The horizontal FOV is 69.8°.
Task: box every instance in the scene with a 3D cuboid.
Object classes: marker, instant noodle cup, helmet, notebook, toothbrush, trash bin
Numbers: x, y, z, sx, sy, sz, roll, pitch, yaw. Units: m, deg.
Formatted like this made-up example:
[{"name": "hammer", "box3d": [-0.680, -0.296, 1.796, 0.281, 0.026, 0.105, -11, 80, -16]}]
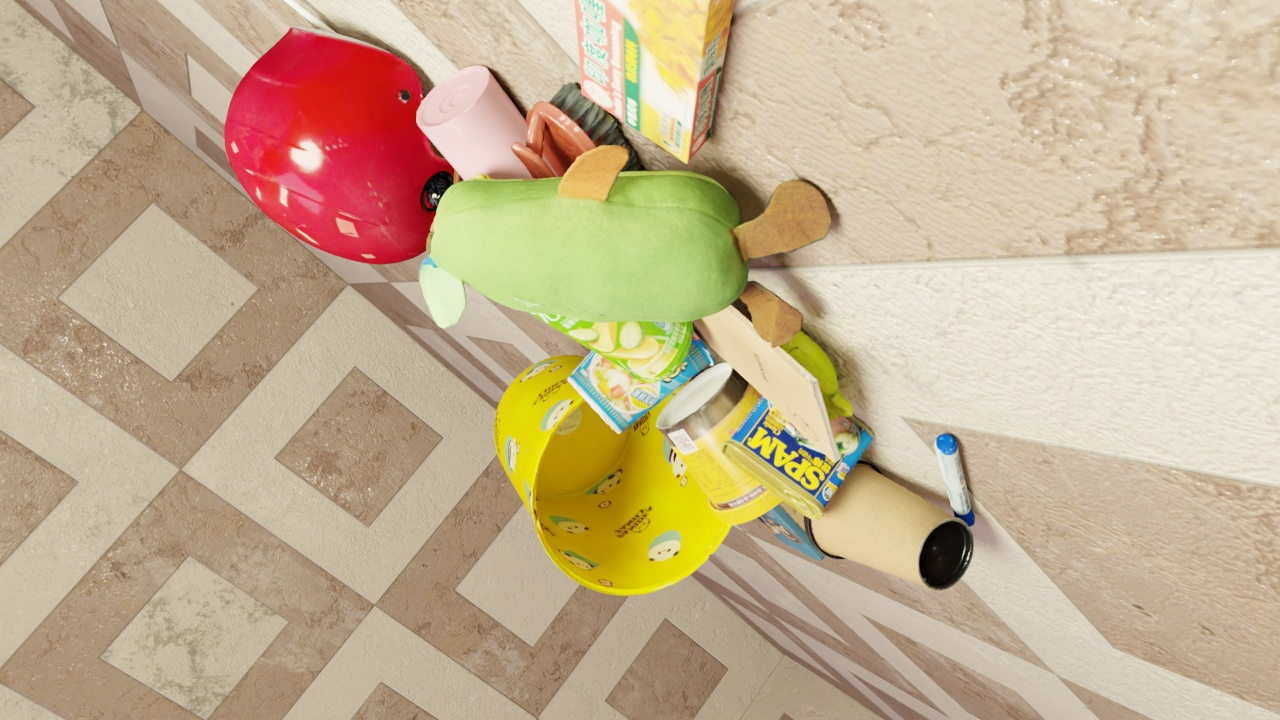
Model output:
[{"name": "marker", "box3d": [0.244, 0.095, 0.710, 0.017, 0.017, 0.146, 29, 164, 37]}, {"name": "instant noodle cup", "box3d": [-0.005, 0.005, 0.835, 0.099, 0.110, 0.099, 47, 175, 5]}, {"name": "helmet", "box3d": [-0.273, -0.167, 0.825, 0.207, 0.143, 0.240, 23, 152, 30]}, {"name": "notebook", "box3d": [0.073, -0.015, 0.715, 0.207, 0.008, 0.148, 46, 174, 32]}, {"name": "instant noodle cup", "box3d": [0.085, 0.073, 0.864, 0.114, 0.118, 0.119, 49, 165, -13]}, {"name": "toothbrush", "box3d": [-0.258, -0.281, 0.800, 0.180, 0.016, 0.016, 38, 171, -10]}, {"name": "trash bin", "box3d": [-0.044, 0.104, 1.023, 0.229, 0.229, 0.255, 44, 172, -23]}]

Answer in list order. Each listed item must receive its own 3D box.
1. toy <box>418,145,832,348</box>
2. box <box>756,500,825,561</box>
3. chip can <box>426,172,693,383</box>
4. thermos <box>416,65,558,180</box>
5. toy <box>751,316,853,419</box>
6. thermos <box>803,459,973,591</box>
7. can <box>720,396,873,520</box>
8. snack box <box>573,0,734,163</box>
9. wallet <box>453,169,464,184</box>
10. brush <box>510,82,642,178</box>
[{"name": "toy", "box3d": [-0.014, -0.068, 0.561, 0.247, 0.089, 0.227, 5, 158, 1]}, {"name": "box", "box3d": [0.155, 0.152, 1.055, 0.184, 0.061, 0.090, 43, 166, -27]}, {"name": "chip can", "box3d": [-0.053, -0.056, 0.708, 0.221, 0.072, 0.073, 31, 173, -33]}, {"name": "thermos", "box3d": [-0.081, -0.134, 0.717, 0.087, 0.067, 0.198, -8, 140, 31]}, {"name": "toy", "box3d": [0.123, 0.006, 0.695, 0.097, 0.031, 0.100, 41, 171, 26]}, {"name": "thermos", "box3d": [0.209, 0.142, 0.785, 0.093, 0.093, 0.143, 45, 167, -27]}, {"name": "can", "box3d": [0.133, 0.071, 0.780, 0.102, 0.083, 0.057, 36, 167, 12]}, {"name": "snack box", "box3d": [0.005, -0.162, 0.452, 0.077, 0.027, 0.156, 36, 167, 9]}, {"name": "wallet", "box3d": [-0.114, -0.112, 0.801, 0.130, 0.035, 0.118, 49, -160, -34]}, {"name": "brush", "box3d": [-0.036, -0.117, 0.624, 0.063, 0.069, 0.146, 27, 163, 37]}]
